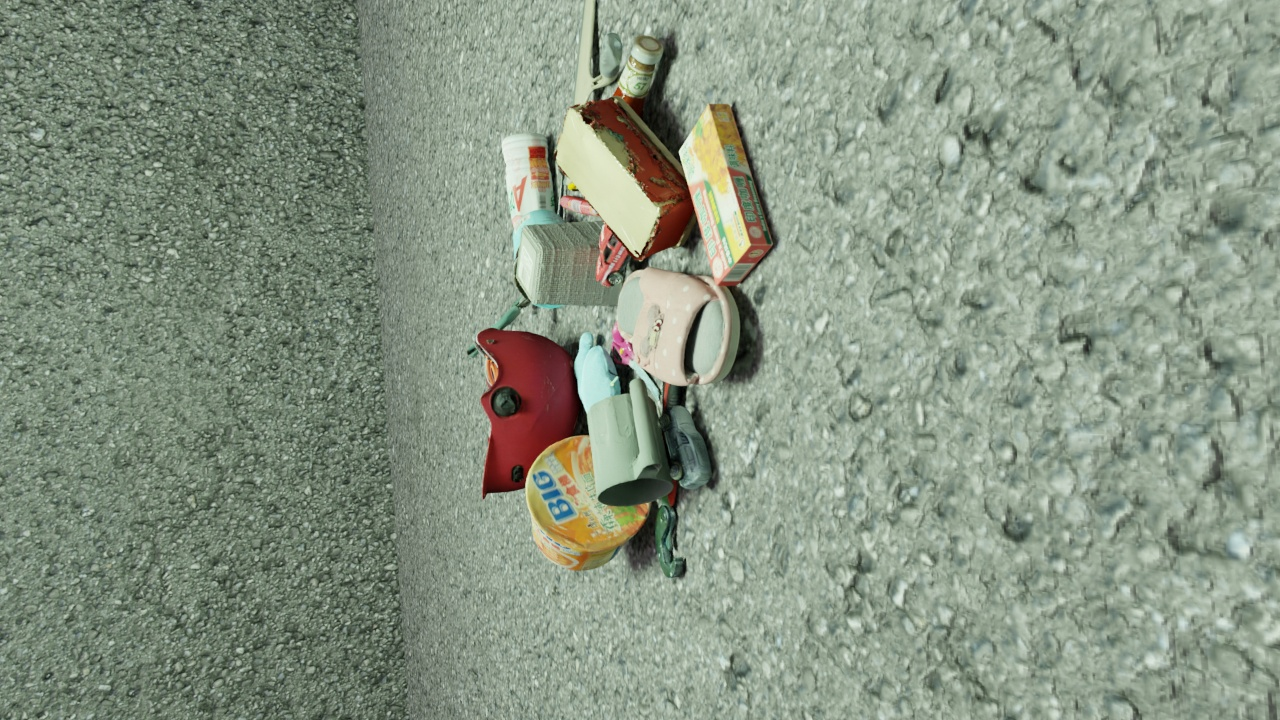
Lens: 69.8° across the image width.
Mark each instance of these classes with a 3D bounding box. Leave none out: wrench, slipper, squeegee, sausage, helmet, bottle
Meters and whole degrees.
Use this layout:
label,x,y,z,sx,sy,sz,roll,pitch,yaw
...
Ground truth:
label,x,y,z,sx,sy,sz,roll,pitch,yaw
wrench,0.033,0.112,1.030,0.056,0.016,0.273,-157,65,-64
slipper,0.023,-0.043,0.962,0.274,0.054,0.114,-147,67,-64
squeegee,-0.043,-0.339,1.065,0.247,0.039,0.246,-161,78,-78
sausage,-0.076,-0.205,1.222,0.156,0.020,0.020,-150,59,-62
helmet,-0.153,0.071,1.270,0.207,0.144,0.239,105,163,-68
bottle,-0.021,-0.271,1.040,0.207,0.059,0.059,117,142,-48
bottle,-0.160,-0.231,1.352,0.068,0.068,0.197,-179,81,-66

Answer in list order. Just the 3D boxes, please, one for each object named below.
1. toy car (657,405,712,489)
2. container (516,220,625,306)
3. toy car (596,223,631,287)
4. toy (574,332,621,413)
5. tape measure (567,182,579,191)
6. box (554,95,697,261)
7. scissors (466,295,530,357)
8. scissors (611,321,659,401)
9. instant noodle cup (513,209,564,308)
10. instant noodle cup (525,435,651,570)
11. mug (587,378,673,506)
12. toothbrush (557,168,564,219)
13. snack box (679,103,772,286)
label,x,y,z,sx,sy,sz,roll,pitch,yaw
toy car,0.048,0.090,0.965,0.034,0.042,0.090,-27,69,35
container,-0.089,-0.121,1.145,0.090,0.114,0.090,-127,41,-51
toy car,-0.024,-0.139,1.060,0.052,0.045,0.121,-90,22,-46
toy,-0.054,0.030,1.174,0.156,0.049,0.161,118,144,-67
tape measure,-0.077,-0.257,1.202,0.057,0.028,0.060,165,100,-67
box,-0.020,-0.192,0.963,0.168,0.079,0.092,52,144,20
scissors,-0.197,-0.069,1.391,0.019,0.173,0.170,45,180,-8
scissors,-0.006,0.008,1.108,0.135,0.017,0.063,57,143,41
instant noodle cup,-0.127,-0.147,1.256,0.120,0.111,0.111,-115,30,-55
instant noodle cup,-0.069,0.183,1.128,0.112,0.151,0.151,108,149,-56
mug,-0.008,0.089,0.994,0.124,0.083,0.103,118,147,-56
toothbrush,-0.116,-0.204,1.317,0.018,0.015,0.181,-132,44,-63
snack box,0.079,-0.157,0.870,0.077,0.027,0.155,129,132,-58
